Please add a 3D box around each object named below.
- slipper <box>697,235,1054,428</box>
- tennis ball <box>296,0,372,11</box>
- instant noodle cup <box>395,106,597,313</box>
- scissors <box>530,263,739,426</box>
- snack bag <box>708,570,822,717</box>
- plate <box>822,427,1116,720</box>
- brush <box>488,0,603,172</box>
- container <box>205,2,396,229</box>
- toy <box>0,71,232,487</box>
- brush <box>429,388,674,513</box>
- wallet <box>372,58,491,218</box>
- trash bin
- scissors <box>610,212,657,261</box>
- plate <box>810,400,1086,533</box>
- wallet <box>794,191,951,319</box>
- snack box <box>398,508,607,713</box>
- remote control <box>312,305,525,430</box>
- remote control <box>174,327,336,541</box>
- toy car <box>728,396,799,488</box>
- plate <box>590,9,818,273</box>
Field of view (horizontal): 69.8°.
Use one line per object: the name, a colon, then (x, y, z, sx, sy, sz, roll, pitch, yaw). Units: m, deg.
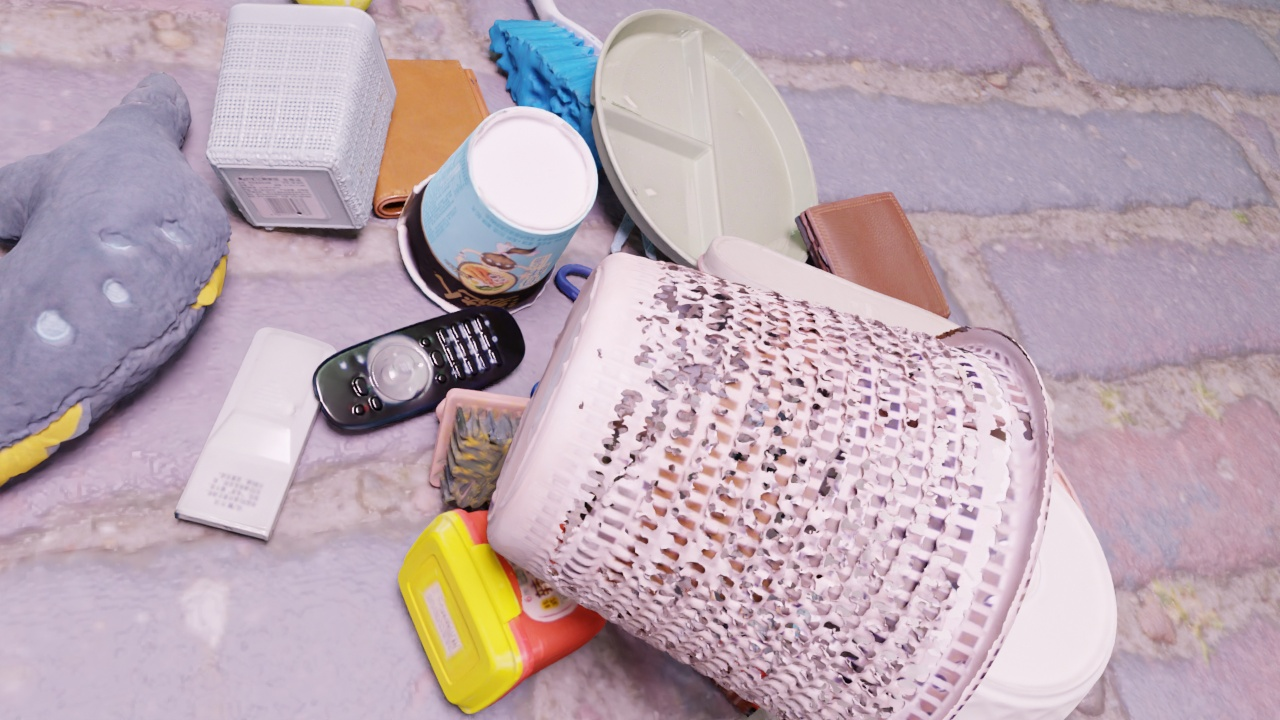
slipper: (0.161, -0.009, 0.640, 0.274, 0.055, 0.114, 22, 27, -9)
tennis ball: (-0.231, -0.288, 0.686, 0.065, 0.066, 0.065, 11, 55, -16)
instant noodle cup: (-0.085, -0.095, 0.569, 0.111, 0.121, 0.111, 7, 74, -23)
scissors: (-0.005, 0.000, 0.627, 0.162, 0.012, 0.176, -33, 77, -37)
snack bag: (0.079, 0.159, 0.548, 0.048, 0.026, 0.103, 48, 52, 2)
plate: (0.212, 0.128, 0.578, 0.204, 0.046, 0.204, 11, 56, -16)
brush: (-0.082, -0.274, 0.752, 0.109, 0.061, 0.314, -25, 66, -35)
container: (-0.210, -0.148, 0.573, 0.090, 0.090, 0.111, 1, 66, -1)
toy: (-0.299, -0.047, 0.492, 0.138, 0.091, 0.355, 0, 53, 10)
brush: (-0.048, 0.052, 0.546, 0.145, 0.063, 0.073, 7, 26, -20)
wallet: (-0.152, -0.164, 0.660, 0.107, 0.031, 0.131, -11, 65, -26)
trash bin: (0.042, 0.052, 0.438, 0.192, 0.228, 0.226, 23, 52, -9)
scissors: (0.010, -0.123, 0.705, 0.093, 0.017, 0.137, -1, 53, -12)
plate: (0.224, 0.107, 0.644, 0.229, 0.028, 0.229, 11, 56, -16)
wallet: (0.184, -0.073, 0.733, 0.101, 0.032, 0.124, -17, 80, -31)
snack box: (-0.071, 0.123, 0.479, 0.080, 0.082, 0.091, -10, 63, -44)
remote control: (-0.132, 0.004, 0.558, 0.136, 0.024, 0.053, -22, 88, -35)
remote control: (-0.209, 0.037, 0.508, 0.049, 0.024, 0.124, 16, 54, -12)
toy car: (0.083, 0.056, 0.609, 0.034, 0.043, 0.090, 22, 44, 26)
plate: (0.052, -0.160, 0.703, 0.230, 0.028, 0.229, 17, 63, -36)
